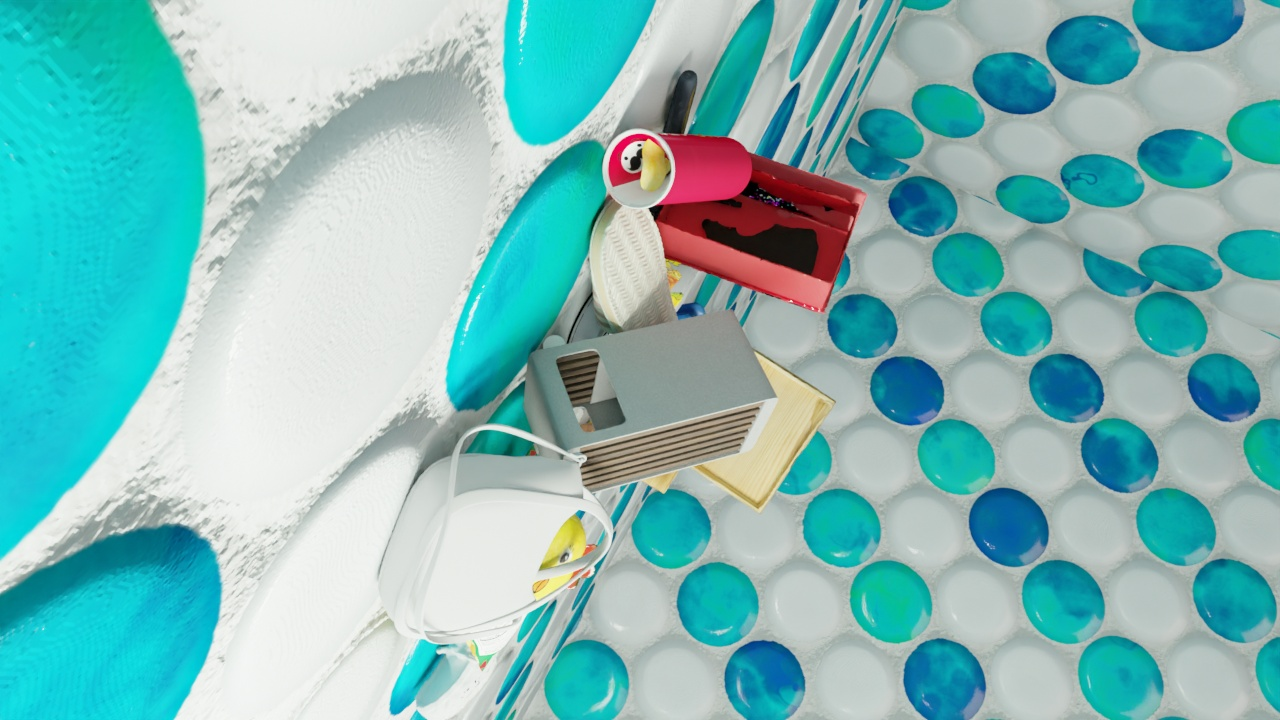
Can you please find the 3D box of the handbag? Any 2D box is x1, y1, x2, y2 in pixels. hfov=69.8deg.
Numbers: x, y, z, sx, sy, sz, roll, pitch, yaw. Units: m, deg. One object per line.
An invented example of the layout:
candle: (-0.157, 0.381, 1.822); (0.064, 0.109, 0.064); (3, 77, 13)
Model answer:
handbag: (-0.107, 0.162, 0.830); (0.222, 0.095, 0.216); (7, 116, -40)

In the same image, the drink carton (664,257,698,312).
drink carton: (0.041, -0.121, 1.203); (0.048, 0.076, 0.125); (-54, 173, -40)

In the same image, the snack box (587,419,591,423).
snack box: (-0.034, 0.087, 1.438); (0.083, 0.061, 0.105); (-62, 171, 3)

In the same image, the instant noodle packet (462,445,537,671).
instant noodle packet: (-0.157, 0.239, 1.077); (0.195, 0.090, 0.253); (-56, 157, -29)

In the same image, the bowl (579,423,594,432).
bowl: (-0.089, 0.130, 1.219); (0.114, 0.026, 0.102); (-10, 137, -45)

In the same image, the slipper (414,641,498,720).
slipper: (-0.212, 0.351, 1.194); (0.246, 0.074, 0.112); (-58, -159, -13)

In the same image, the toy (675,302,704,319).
toy: (0.041, -0.038, 1.477); (0.112, 0.071, 0.177); (-53, 178, -35)

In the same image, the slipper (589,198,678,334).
slipper: (-0.009, -0.073, 0.991); (0.114, 0.052, 0.263); (-59, 151, -25)

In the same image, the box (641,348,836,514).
box: (0.173, 0.124, 1.742); (0.279, 0.334, 0.286); (-60, -173, 14)

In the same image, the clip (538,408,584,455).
clip: (-0.095, 0.106, 1.146); (0.101, 0.058, 0.052); (-53, 129, -41)

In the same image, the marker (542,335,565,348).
marker: (-0.090, 0.010, 0.996); (0.023, 0.027, 0.133); (-59, 169, -21)

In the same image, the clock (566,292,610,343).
clock: (-0.052, -0.030, 1.058); (0.123, 0.035, 0.094); (-64, 171, 8)

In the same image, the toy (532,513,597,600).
toy: (-0.135, 0.194, 0.934); (0.207, 0.092, 0.134); (17, 114, -51)

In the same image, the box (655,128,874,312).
box: (0.137, -0.177, 1.006); (0.153, 0.214, 0.164); (100, 13, -60)

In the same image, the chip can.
chip can: (0.043, -0.189, 0.904); (0.220, 0.069, 0.069); (-24, 142, -62)

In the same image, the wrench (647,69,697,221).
wrench: (0.024, -0.204, 1.009); (0.274, 0.022, 0.073); (107, 9, -56)

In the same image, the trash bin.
trash bin: (0.006, 0.046, 0.960); (0.228, 0.114, 0.115); (-13, 149, -18)
